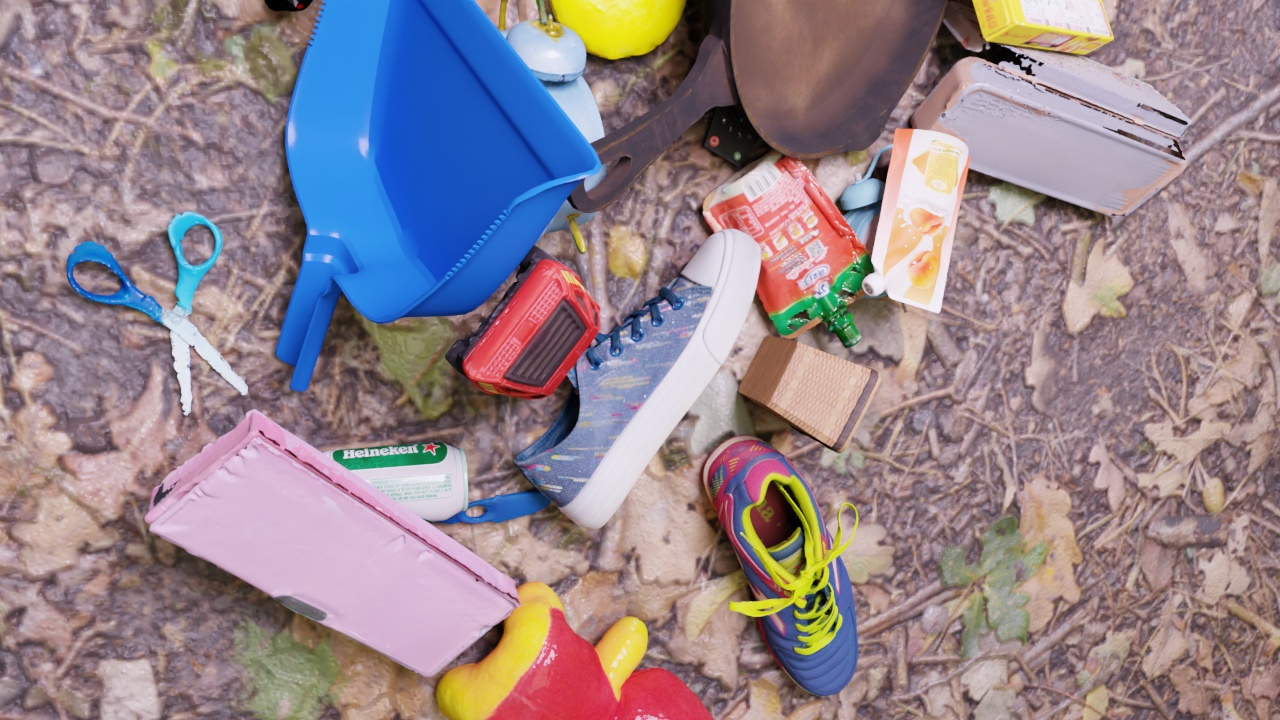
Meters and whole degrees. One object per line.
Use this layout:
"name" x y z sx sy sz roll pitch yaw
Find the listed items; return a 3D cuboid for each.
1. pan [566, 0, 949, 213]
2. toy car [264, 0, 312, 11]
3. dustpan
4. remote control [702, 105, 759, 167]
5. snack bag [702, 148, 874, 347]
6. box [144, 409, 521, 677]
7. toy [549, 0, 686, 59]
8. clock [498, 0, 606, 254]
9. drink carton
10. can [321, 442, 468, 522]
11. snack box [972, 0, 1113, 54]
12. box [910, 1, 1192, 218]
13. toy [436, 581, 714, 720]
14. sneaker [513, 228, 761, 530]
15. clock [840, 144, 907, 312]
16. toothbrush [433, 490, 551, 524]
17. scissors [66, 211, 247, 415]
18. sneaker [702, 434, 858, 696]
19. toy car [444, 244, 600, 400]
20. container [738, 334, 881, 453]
"pan" 0.078 -0.208 0.576 0.355 0.043 0.249 -41 139 -18
"toy car" -0.198 -0.250 0.537 0.036 0.042 0.092 7 99 -45
"dustpan" -0.152 -0.081 0.533 0.059 0.245 0.258 -4 138 -41
"remote control" 0.085 -0.201 0.656 0.039 0.010 0.125 26 92 -21
"snack bag" 0.116 -0.073 0.665 0.087 0.044 0.155 -33 103 14
"box" -0.178 0.124 0.570 0.098 0.046 0.233 -33 130 11
"toy" -0.014 -0.245 0.599 0.095 0.041 0.094 8 103 -20
"clock" -0.071 -0.146 0.561 0.060 0.118 0.162 -15 112 -27
"drink carton" 0.200 -0.099 0.661 0.069 0.039 0.122 14 85 -21
"can" -0.168 0.083 0.608 0.101 0.053 0.053 -3 102 -17
"snack box" 0.288 -0.266 0.663 0.152 0.025 0.075 -11 85 -39
"box" 0.315 -0.184 0.712 0.216 0.095 0.108 12 119 -20
"toy" -0.034 0.266 0.671 0.216 0.098 0.147 40 94 -16
"sneaker" -0.004 0.004 0.632 0.079 0.087 0.235 31 94 -15
"clock" 0.188 -0.103 0.700 0.087 0.042 0.123 11 92 -20
"toothbrush" -0.126 0.107 0.647 0.132 0.016 0.021 -6 107 -17
"scissors" -0.298 -0.024 0.566 0.103 0.015 0.134 -6 107 -21
"sneaker" 0.118 0.174 0.702 0.116 0.091 0.242 -31 110 -13
"toy car" -0.061 -0.014 0.559 0.056 0.189 0.081 38 89 3
"container" 0.117 0.019 0.665 0.061 0.114 0.063 27 91 -9
